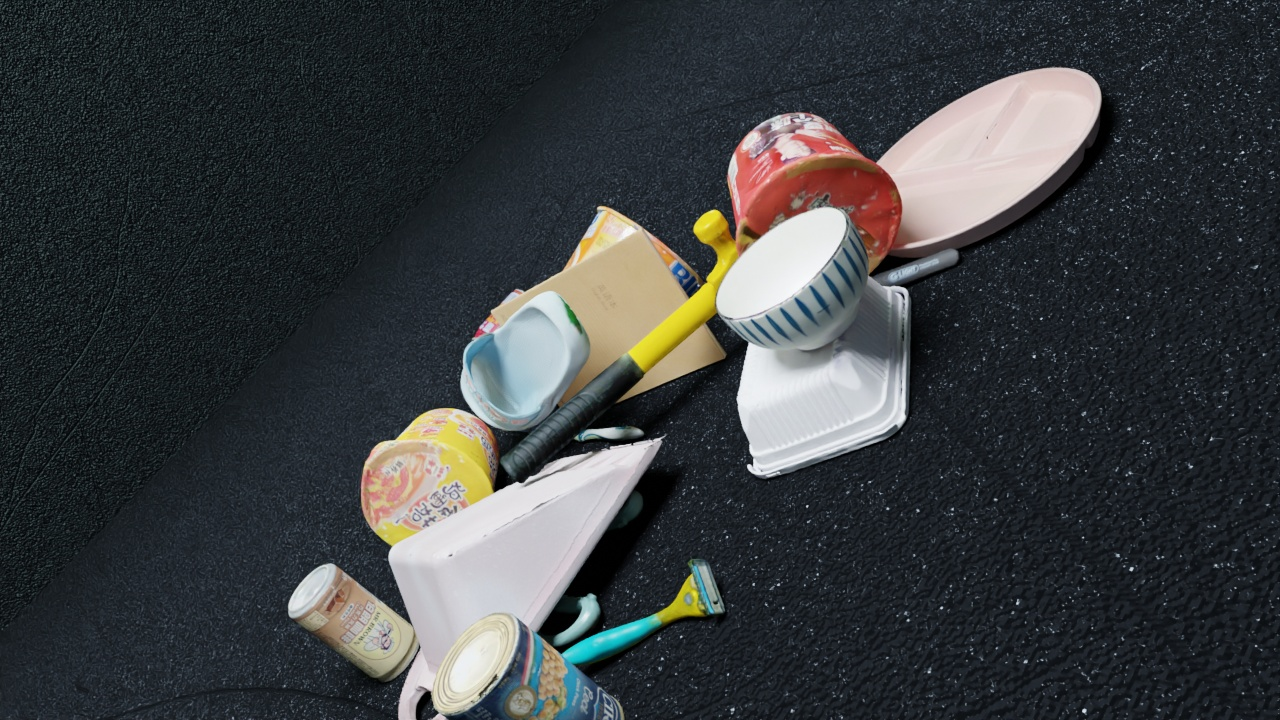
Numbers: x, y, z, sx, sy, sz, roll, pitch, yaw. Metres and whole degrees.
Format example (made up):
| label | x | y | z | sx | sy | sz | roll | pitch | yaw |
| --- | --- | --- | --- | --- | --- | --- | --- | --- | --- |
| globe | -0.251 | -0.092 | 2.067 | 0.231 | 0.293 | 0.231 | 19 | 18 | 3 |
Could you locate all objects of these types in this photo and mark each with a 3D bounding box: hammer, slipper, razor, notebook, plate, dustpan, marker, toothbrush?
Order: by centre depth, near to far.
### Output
| label | x | y | z | sx | sy | sz | roll | pitch | yaw |
| --- | --- | --- | --- | --- | --- | --- | --- | --- | --- |
| razor | -0.001 | 0.190 | 0.657 | 0.133 | 0.028 | 0.043 | -32 | 57 | 17 |
| marker | 0.208 | -0.067 | 0.773 | 0.124 | 0.015 | 0.018 | -21 | 69 | 33 |
| dustpan | -0.106 | 0.190 | 0.801 | 0.272 | 0.139 | 0.223 | -24 | 2 | -27 |
| plate | 0.291 | -0.172 | 0.810 | 0.230 | 0.028 | 0.229 | -33 | 26 | 19 |
| hammer | -0.005 | 0.005 | 0.836 | 0.301 | 0.129 | 0.033 | -40 | 24 | 1 |
| slipper | -0.127 | 0.012 | 0.910 | 0.074 | 0.104 | 0.246 | -30 | -5 | -35 |
| notebook | -0.037 | -0.028 | 0.922 | 0.212 | 0.149 | 0.012 | -24 | 19 | 35 |
| toothbrush | -0.058 | 0.080 | 0.939 | 0.192 | 0.016 | 0.018 | -9 | 51 | 52 |

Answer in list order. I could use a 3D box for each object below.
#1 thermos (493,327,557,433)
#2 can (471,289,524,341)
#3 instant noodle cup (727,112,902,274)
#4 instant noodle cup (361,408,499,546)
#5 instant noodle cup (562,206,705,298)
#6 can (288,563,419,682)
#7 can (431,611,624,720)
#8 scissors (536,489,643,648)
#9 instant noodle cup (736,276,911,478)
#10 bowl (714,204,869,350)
| label | x | y | z | sx | sy | sz | roll | pitch | yaw |
| --- | --- | --- | --- | --- | --- | --- | --- | --- | --- |
| thermos | -0.145 | 0.019 | 1.110 | 0.070 | 0.070 | 0.220 | -42 | 24 | 1 |
| can | -0.178 | -0.043 | 1.255 | 0.093 | 0.066 | 0.067 | -50 | 25 | -16 |
| instant noodle cup | 0.138 | -0.139 | 0.779 | 0.138 | 0.138 | 0.108 | -34 | 38 | 19 |
| instant noodle cup | -0.212 | 0.121 | 0.970 | 0.138 | 0.138 | 0.109 | -35 | 17 | 16 |
| instant noodle cup | -0.019 | -0.076 | 0.990 | 0.111 | 0.151 | 0.151 | -52 | 25 | -2 |
| can | -0.266 | 0.245 | 0.856 | 0.059 | 0.116 | 0.058 | -33 | 26 | 18 |
| can | -0.074 | 0.226 | 0.604 | 0.075 | 0.111 | 0.075 | -34 | 26 | 18 |
| scissors | -0.055 | 0.168 | 0.785 | 0.180 | 0.019 | 0.170 | -52 | 23 | -16 |
| instant noodle cup | 0.137 | 0.000 | 0.724 | 0.138 | 0.060 | 0.173 | -25 | 28 | 34 |
| bowl | 0.120 | -0.051 | 0.678 | 0.117 | 0.066 | 0.116 | -35 | 24 | 18 |
